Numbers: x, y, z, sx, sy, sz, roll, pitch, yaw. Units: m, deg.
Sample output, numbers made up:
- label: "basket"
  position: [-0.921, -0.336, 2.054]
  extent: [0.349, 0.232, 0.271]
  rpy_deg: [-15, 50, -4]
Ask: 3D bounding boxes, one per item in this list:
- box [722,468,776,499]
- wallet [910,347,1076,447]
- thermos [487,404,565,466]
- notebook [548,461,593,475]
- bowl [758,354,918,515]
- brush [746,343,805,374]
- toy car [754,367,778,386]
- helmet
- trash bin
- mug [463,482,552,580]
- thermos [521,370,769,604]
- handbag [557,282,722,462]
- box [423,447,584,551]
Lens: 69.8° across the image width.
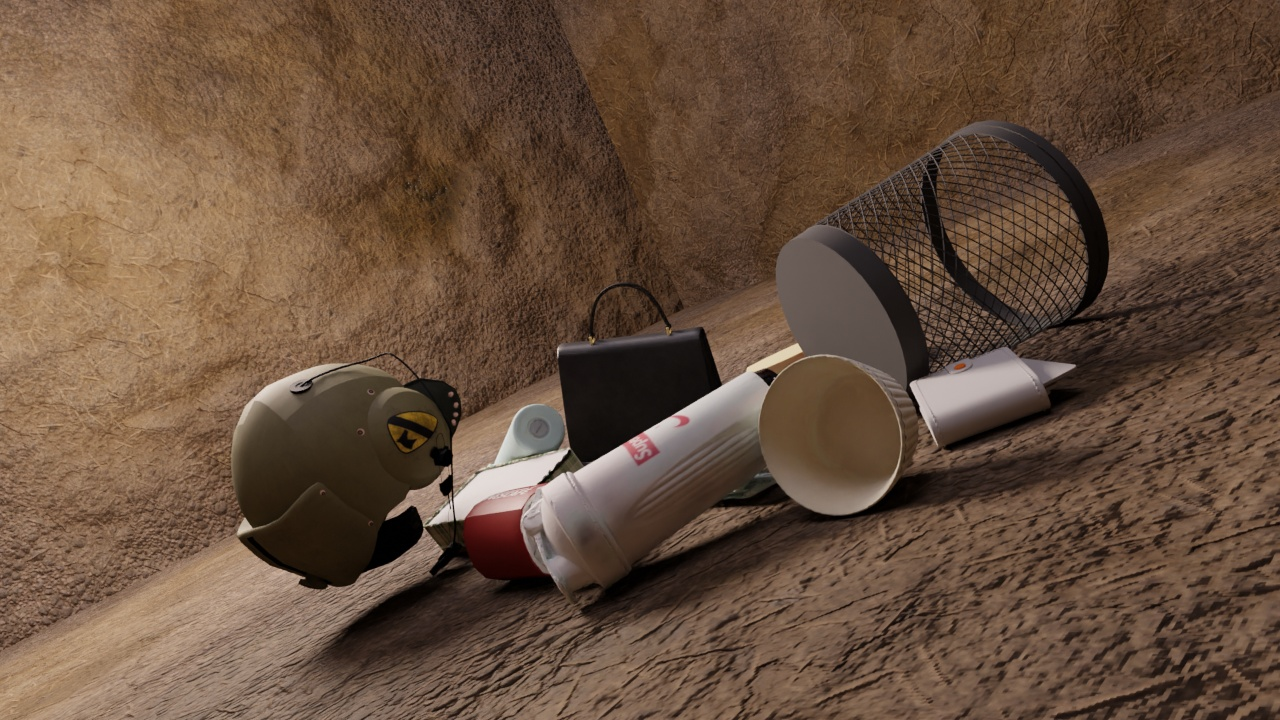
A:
- label: "box"
  position: [0.052, 0.106, 0.860]
  extent: [0.083, 0.067, 0.199]
  rpy_deg: [-4, -6, -35]
- label: "wallet"
  position: [0.282, 0.022, 0.734]
  extent: [0.115, 0.037, 0.118]
  rpy_deg: [-23, 9, 14]
- label: "thermos"
  position: [-0.148, 0.123, 1.170]
  extent: [0.078, 0.065, 0.207]
  rpy_deg: [4, -25, -16]
- label: "notebook"
  position: [-0.049, 0.121, 1.131]
  extent: [0.170, 0.029, 0.208]
  rpy_deg: [-22, 16, 34]
- label: "bowl"
  position: [0.151, 0.051, 0.672]
  extent: [0.116, 0.115, 0.062]
  rpy_deg: [-19, -8, 41]
- label: "brush"
  position: [0.157, 0.030, 1.185]
  extent: [0.228, 0.043, 0.089]
  rpy_deg: [-25, 5, -12]
- label: "toy car"
  position: [0.150, 0.031, 1.081]
  extent: [0.040, 0.037, 0.092]
  rpy_deg: [-23, -28, 20]
- label: "helmet"
  position: [-0.320, 0.131, 0.999]
  extent: [0.232, 0.255, 0.251]
  rpy_deg: [-25, 3, -43]
- label: "trash bin"
  position: [0.280, -0.084, 0.891]
  extent: [0.227, 0.218, 0.218]
  rpy_deg: [-29, 6, -15]
- label: "mug"
  position: [-0.089, 0.152, 0.848]
  extent: [0.116, 0.080, 0.097]
  rpy_deg: [-20, 1, -42]
- label: "thermos"
  position: [0.015, 0.096, 0.733]
  extent: [0.220, 0.099, 0.099]
  rpy_deg: [-32, 6, -7]
- label: "handbag"
  position: [-0.006, 0.006, 1.023]
  extent: [0.176, 0.196, 0.072]
  rpy_deg: [-6, 23, 16]
- label: "box"
  position: [-0.155, 0.163, 1.053]
  extent: [0.206, 0.050, 0.117]
  rpy_deg: [-18, 21, 45]
